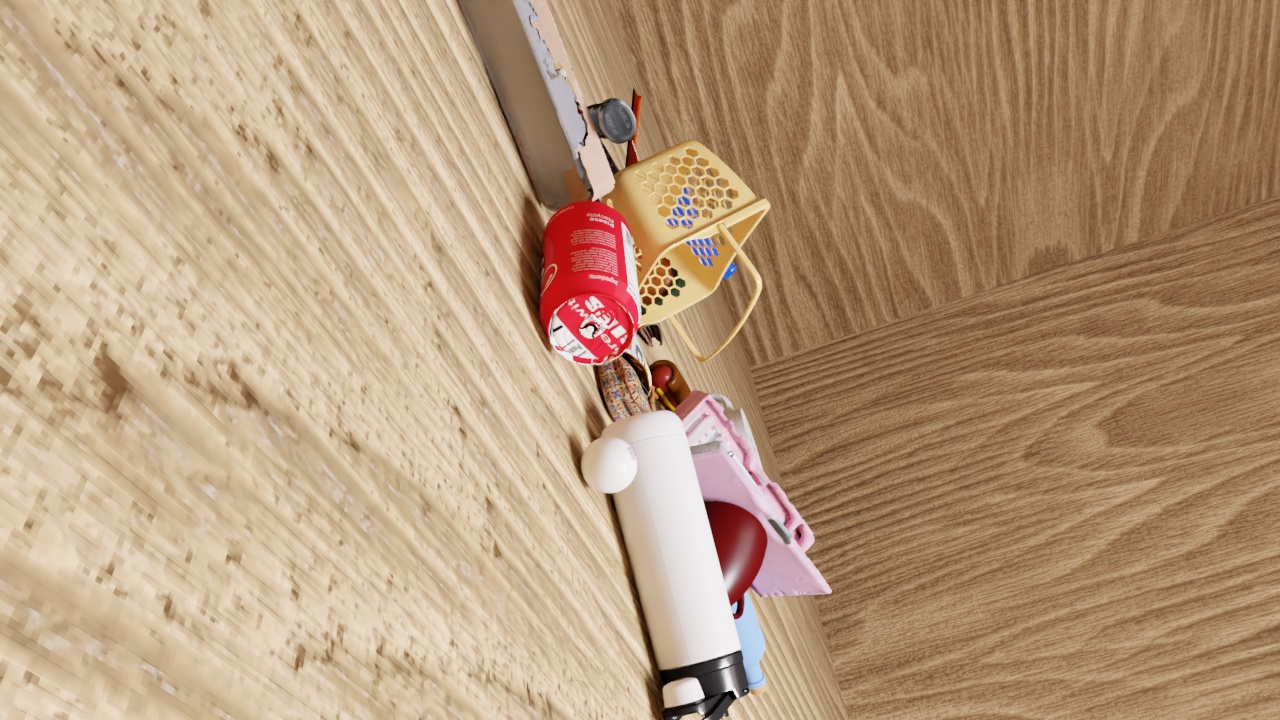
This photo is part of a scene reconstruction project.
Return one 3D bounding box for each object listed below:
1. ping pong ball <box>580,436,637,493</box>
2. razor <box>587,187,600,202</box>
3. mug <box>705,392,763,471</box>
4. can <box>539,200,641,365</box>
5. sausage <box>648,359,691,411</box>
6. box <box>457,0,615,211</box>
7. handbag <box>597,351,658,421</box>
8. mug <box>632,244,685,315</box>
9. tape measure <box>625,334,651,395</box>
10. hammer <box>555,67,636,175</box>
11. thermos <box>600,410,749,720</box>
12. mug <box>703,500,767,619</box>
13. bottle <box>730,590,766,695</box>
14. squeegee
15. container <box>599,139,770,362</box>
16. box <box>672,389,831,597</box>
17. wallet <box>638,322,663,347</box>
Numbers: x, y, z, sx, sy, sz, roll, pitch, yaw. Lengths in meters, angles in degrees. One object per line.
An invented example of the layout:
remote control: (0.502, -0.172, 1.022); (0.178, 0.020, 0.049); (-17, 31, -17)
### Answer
ping pong ball: (-0.022, 0.074, 0.652); (0.040, 0.040, 0.040); (-18, 89, -81)
razor: (-0.039, -0.166, 1.109); (0.141, 0.018, 0.043); (52, 41, -57)
mug: (0.075, 0.092, 1.024); (0.083, 0.096, 0.119); (58, 16, -56)
can: (-0.040, -0.063, 0.712); (0.142, 0.074, 0.074); (-96, 165, -53)
sausage: (0.045, 0.045, 1.133); (0.155, 0.040, 0.040); (56, 18, -59)
box: (-0.080, -0.245, 0.792); (0.115, 0.095, 0.217); (5, -58, 52)
handbag: (-0.026, -0.029, 0.863); (0.093, 0.043, 0.195); (56, 14, -65)
mug: (-0.002, -0.105, 1.027); (0.111, 0.085, 0.081); (57, 7, 14)
tape measure: (-0.006, 0.006, 0.968); (0.064, 0.017, 0.065); (-89, 159, -64)
hammer: (-0.043, -0.227, 0.903); (0.140, 0.036, 0.326); (62, -2, -17)
thermos: (0.019, 0.153, 0.686); (0.101, 0.069, 0.229); (18, 54, -63)
mug: (0.074, 0.204, 0.863); (0.114, 0.087, 0.088); (65, 29, -26)
bottle: (0.103, 0.288, 0.957); (0.048, 0.048, 0.131); (-67, 138, -77)
squeegee: (0.036, -0.160, 0.994); (0.185, 0.055, 0.250); (48, -10, 6)
container: (0.038, -0.089, 0.872); (0.167, 0.129, 0.184); (56, -23, 11)
box: (0.111, 0.147, 0.911); (0.232, 0.099, 0.107); (55, -19, -27)
wallet: (0.001, -0.073, 1.128); (0.121, 0.027, 0.098); (55, 16, -77)
